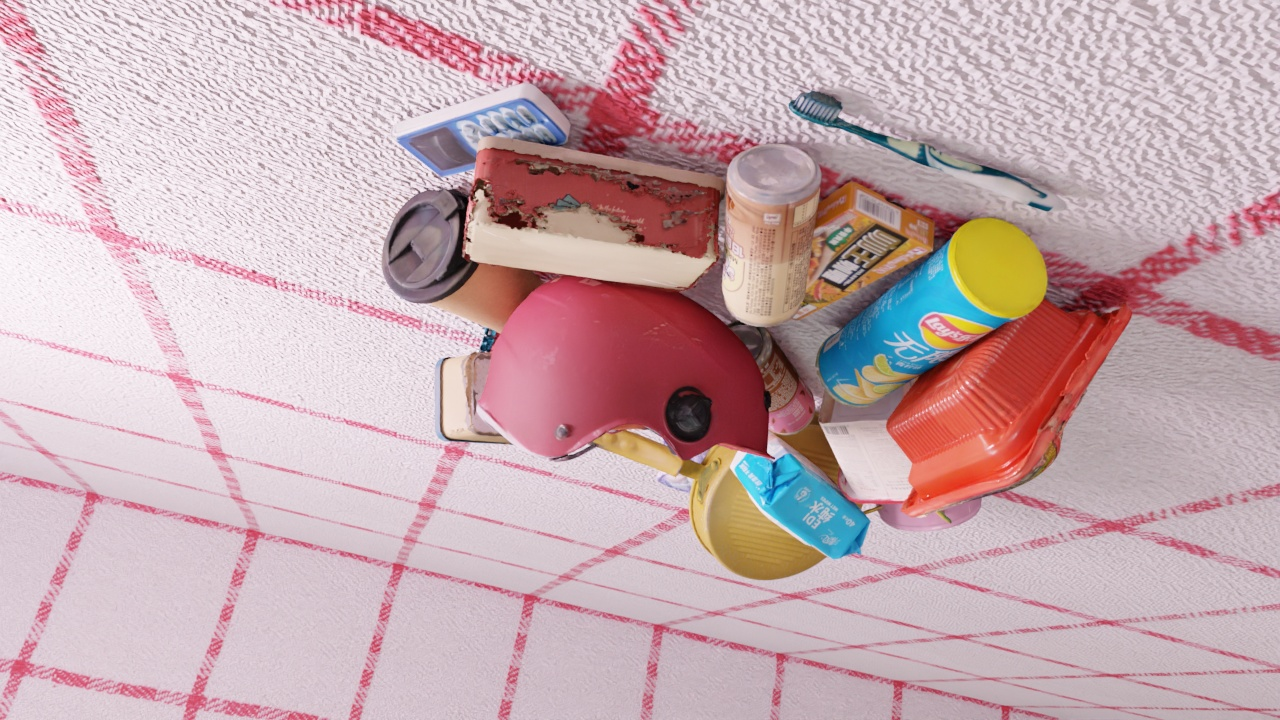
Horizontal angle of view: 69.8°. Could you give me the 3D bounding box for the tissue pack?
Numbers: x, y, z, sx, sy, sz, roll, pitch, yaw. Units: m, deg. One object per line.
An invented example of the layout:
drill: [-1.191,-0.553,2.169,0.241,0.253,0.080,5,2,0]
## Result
tissue pack: [0.157,0.135,0.906,0.140,0.063,0.090,37,-172,-28]

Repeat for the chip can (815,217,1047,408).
chip can: [0.209,-0.027,0.692,0.071,0.071,0.211,15,157,-9]

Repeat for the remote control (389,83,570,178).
remote control: [-0.106,-0.152,0.608,0.125,0.024,0.049,-6,151,33]

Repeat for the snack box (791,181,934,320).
snack box: [0.133,-0.076,0.672,0.075,0.026,0.154,21,155,-22]

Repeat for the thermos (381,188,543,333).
thermos: [-0.137,-0.072,0.736,0.093,0.093,0.143,-1,163,26]

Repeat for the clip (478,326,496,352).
clip: [-0.159,-0.017,0.948,0.013,0.033,0.054,17,170,-7]

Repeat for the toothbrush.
toothbrush: [0.178,-0.125,0.553,0.191,0.016,0.018,17,146,-12]

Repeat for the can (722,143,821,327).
can: [0.084,-0.081,0.606,0.058,0.058,0.116,7,140,9]

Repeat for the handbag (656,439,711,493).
handbag: [0.123,0.118,1.065,0.193,0.075,0.134,19,151,-20]

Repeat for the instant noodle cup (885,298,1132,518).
instant noodle cup: [0.265,0.023,0.692,0.079,0.188,0.165,44,154,3]

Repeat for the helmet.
helmet: [-0.004,0.004,0.730,0.240,0.144,0.207,6,180,-15]

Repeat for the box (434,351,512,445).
box: [-0.130,0.042,0.934,0.060,0.089,0.184,-12,164,42]

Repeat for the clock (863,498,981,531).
clock: [0.299,0.119,0.940,0.117,0.060,0.158,-3,-161,42]

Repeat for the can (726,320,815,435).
can: [0.117,0.018,0.856,0.058,0.057,0.147,-2,154,28]

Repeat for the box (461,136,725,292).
box: [-0.033,-0.088,0.622,0.168,0.076,0.091,7,166,-11]

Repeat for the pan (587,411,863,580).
pan: [0.076,0.119,0.968,0.357,0.198,0.078,17,-165,-25]

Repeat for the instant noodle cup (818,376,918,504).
instant noodle cup: [0.227,0.060,0.847,0.117,0.116,0.124,-6,141,35]
